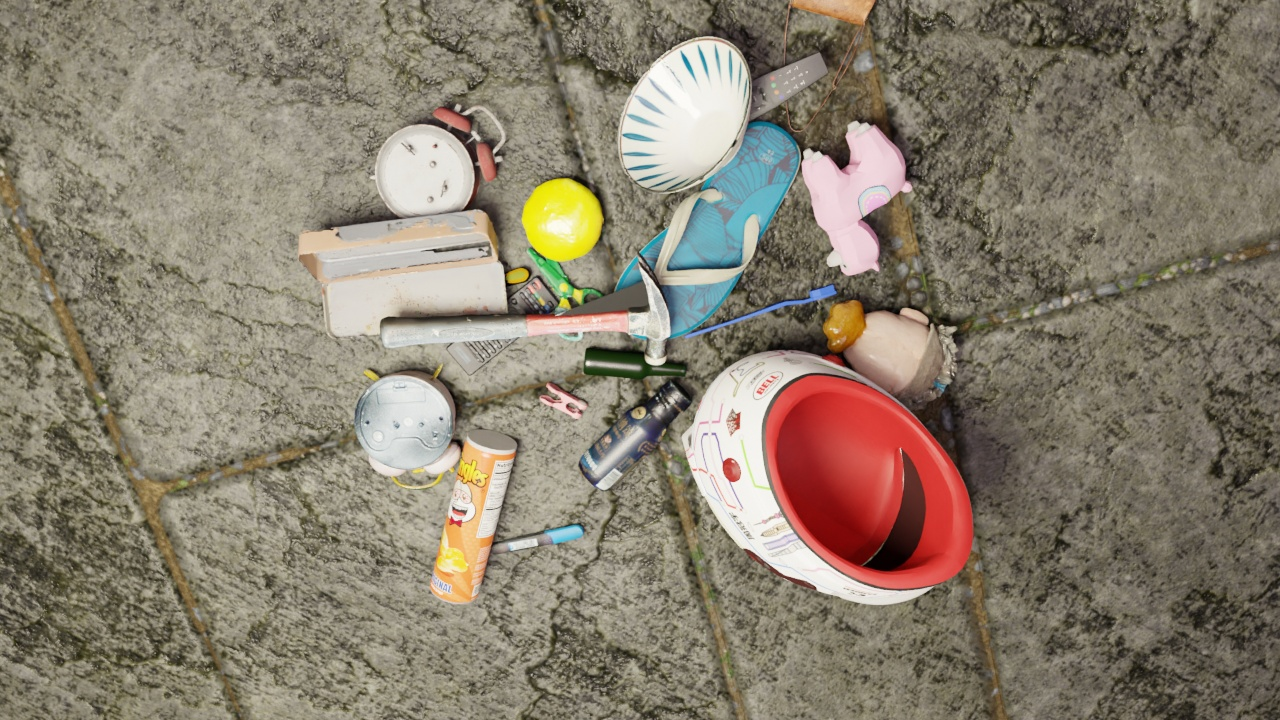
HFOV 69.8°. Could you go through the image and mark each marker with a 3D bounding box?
[{"bbox_3d":[-0.132,0.229,1.173,0.123,0.015,0.018,-13,108,6],"label":"marker"}]

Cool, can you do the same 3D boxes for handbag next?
[{"bbox_3d":[0.197,-0.351,1.010,0.093,0.043,0.196,15,108,-2],"label":"handbag"}]

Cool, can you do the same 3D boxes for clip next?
[{"bbox_3d":[-0.091,0.045,1.121,0.059,0.022,0.039,32,100,-14],"label":"clip"}]

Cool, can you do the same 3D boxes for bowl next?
[{"bbox_3d":[0.064,-0.254,1.001,0.070,0.177,0.177,20,108,-47],"label":"bowl"}]

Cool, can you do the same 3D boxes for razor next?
[{"bbox_3d":[-0.199,-0.085,1.085,0.144,0.021,0.044,-14,88,5],"label":"razor"}]

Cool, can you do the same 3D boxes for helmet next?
[{"bbox_3d":[0.197,0.131,1.032,0.314,0.236,0.230,45,74,4],"label":"helmet"}]

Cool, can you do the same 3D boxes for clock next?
[{"bbox_3d":[-0.277,0.085,1.111,0.117,0.058,0.158,-5,105,2],"label":"clock"},{"bbox_3d":[-0.223,-0.221,1.029,0.157,0.062,0.110,-37,101,9],"label":"clock"}]

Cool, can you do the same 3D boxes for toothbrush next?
[{"bbox_3d":[0.141,-0.058,1.093,0.187,0.016,0.011,-17,97,2],"label":"toothbrush"}]

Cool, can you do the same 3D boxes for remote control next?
[{"bbox_3d":[-0.164,-0.041,1.098,0.140,0.021,0.045,-38,103,4],"label":"remote control"},{"bbox_3d":[0.147,-0.302,1.021,0.125,0.010,0.039,-24,107,18],"label":"remote control"}]

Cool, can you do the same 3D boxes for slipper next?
[{"bbox_3d":[0.081,-0.138,1.054,0.118,0.060,0.295,33,103,-12],"label":"slipper"}]

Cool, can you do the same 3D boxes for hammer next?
[{"bbox_3d":[-0.129,-0.048,1.038,0.326,0.036,0.141,-4,127,-4],"label":"hammer"}]

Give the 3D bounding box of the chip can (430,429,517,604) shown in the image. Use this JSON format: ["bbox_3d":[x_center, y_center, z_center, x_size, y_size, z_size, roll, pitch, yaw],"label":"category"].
[{"bbox_3d":[-0.208,0.194,1.138,0.062,0.062,0.210,15,104,-4],"label":"chip can"}]

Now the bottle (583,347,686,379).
[{"bbox_3d":[-0.007,0.007,1.104,0.123,0.033,0.033,6,105,-2],"label":"bottle"}]

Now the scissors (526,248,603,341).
[{"bbox_3d":[-0.100,-0.080,1.084,0.078,0.013,0.132,-45,99,-7],"label":"scissors"}]

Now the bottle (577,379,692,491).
[{"bbox_3d":[-0.005,0.090,1.114,0.056,0.056,0.161,44,100,-11],"label":"bottle"}]

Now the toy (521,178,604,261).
[{"bbox_3d":[-0.089,-0.161,1.055,0.094,0.041,0.095,5,103,0],"label":"toy"}]

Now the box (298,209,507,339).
[{"bbox_3d":[-0.266,-0.092,1.039,0.217,0.121,0.094,-7,63,2],"label":"box"}]

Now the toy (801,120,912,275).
[{"bbox_3d":[0.247,-0.180,1.040,0.123,0.067,0.157,-29,107,6],"label":"toy"}]

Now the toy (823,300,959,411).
[{"bbox_3d":[0.288,-0.009,1.079,0.176,0.076,0.132,33,74,-9],"label":"toy"}]
